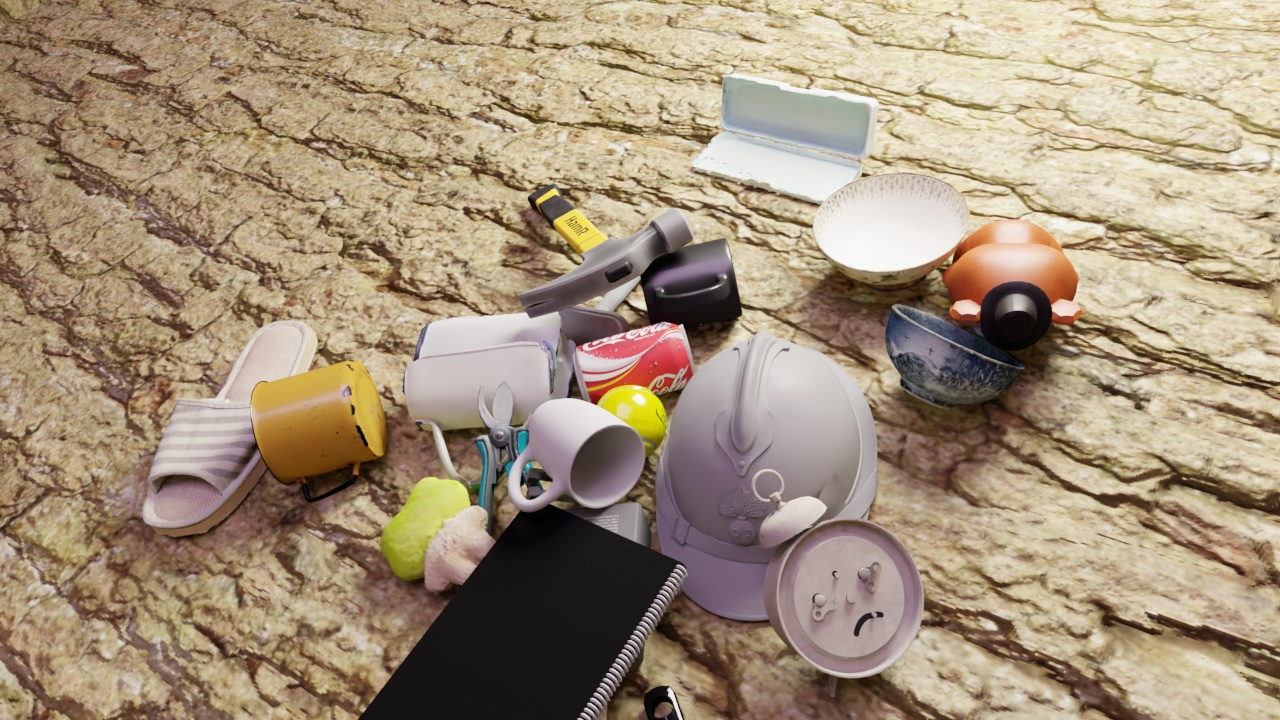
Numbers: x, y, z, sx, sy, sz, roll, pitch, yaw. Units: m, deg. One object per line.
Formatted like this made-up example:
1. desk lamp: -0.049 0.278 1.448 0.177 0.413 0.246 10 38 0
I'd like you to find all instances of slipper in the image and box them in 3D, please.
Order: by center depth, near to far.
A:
1. slipper: -0.415 0.054 0.937 0.114 0.054 0.271 4 48 14

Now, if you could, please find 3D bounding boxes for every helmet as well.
1. helmet: 0.092 0.057 0.729 0.183 0.118 0.270 1 50 18

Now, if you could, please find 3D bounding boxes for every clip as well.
1. clip: -0.059 0.106 0.776 0.076 0.023 0.042 5 64 -12

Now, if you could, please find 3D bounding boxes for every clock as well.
1. clock: 0.124 0.145 0.639 0.103 0.061 0.157 -32 87 -14

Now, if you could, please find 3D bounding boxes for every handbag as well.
1. handbag: -0.144 0.037 0.855 0.151 0.074 0.175 -4 56 13

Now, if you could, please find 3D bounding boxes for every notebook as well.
1. notebook: -0.080 0.202 0.650 0.149 0.016 0.206 18 55 31

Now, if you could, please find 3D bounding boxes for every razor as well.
1. razor: -0.030 -0.060 0.936 0.088 0.047 0.116 12 44 26

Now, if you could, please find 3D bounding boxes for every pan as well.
1. pan: 0.058 0.343 0.522 0.204 0.044 0.355 -20 46 -3

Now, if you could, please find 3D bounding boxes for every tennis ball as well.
1. tennis ball: -0.010 0.054 0.799 0.065 0.065 0.065 -9 46 9

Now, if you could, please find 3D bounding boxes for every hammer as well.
1. hammer: -0.073 -0.137 0.966 0.170 0.034 0.324 -30 29 -5

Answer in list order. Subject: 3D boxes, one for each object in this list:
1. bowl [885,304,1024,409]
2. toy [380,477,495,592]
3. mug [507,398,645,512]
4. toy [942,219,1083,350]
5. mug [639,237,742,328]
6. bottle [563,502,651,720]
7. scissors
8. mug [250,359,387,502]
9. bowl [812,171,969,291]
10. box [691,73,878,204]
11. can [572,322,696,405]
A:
1. bowl: 0.249 0.004 0.762 0.114 0.061 0.114 22 17 -7
2. toy: -0.165 0.149 0.769 0.118 0.043 0.092 20 67 36
3. mug: -0.064 0.078 0.738 0.107 0.071 0.089 -36 37 -19
4. toy: 0.319 -0.067 0.791 0.112 0.096 0.175 4 17 20
5. mug: 0.048 -0.067 0.875 0.088 0.078 0.113 -12 15 6
6. bottle: -0.039 0.193 0.690 0.084 0.046 0.173 -7 46 11
7. scissors: -0.117 0.097 0.797 0.156 0.019 0.124 36 80 19
8. mug: -0.294 0.067 0.859 0.094 0.100 0.123 -15 74 0
9. bowl: 0.240 -0.113 0.882 0.145 0.063 0.145 -9 45 9
10. box: 0.160 -0.252 1.037 0.198 0.074 0.126 22 77 34
11. can: -0.005 0.005 0.846 0.105 0.064 0.064 -16 45 2
